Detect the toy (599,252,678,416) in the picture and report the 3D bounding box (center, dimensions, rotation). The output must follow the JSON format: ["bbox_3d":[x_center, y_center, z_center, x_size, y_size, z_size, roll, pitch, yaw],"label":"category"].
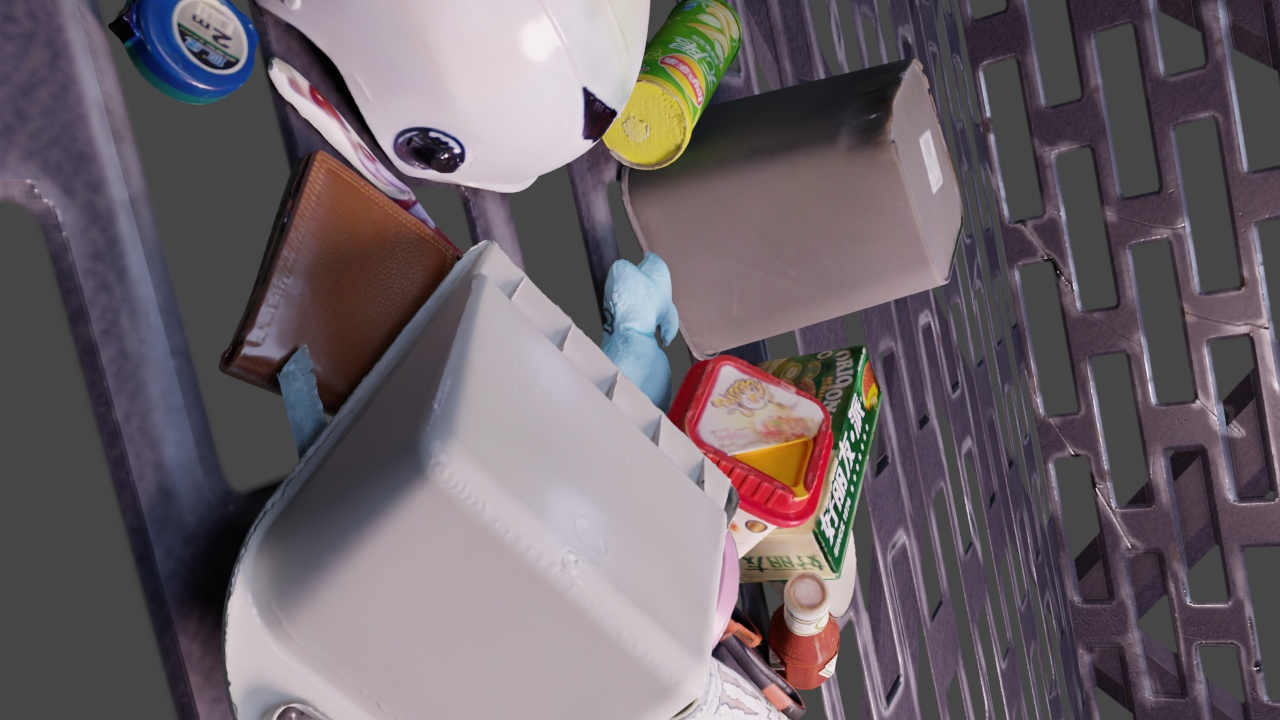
[{"bbox_3d":[-0.004,0.004,0.665,0.161,0.050,0.156,-26,109,-63],"label":"toy"}]

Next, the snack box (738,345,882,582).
[{"bbox_3d":[0.134,0.086,0.807,0.063,0.115,0.239,62,35,-27],"label":"snack box"}]

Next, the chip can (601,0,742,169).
[{"bbox_3d":[0.030,-0.235,0.751,0.072,0.073,0.220,62,31,-27],"label":"chip can"}]

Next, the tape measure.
[{"bbox_3d":[-0.201,-0.142,0.405,0.058,0.025,0.054,29,59,-48],"label":"tape measure"}]

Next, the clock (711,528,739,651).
[{"bbox_3d":[-0.003,0.152,0.567,0.059,0.117,0.158,32,52,-39],"label":"clock"}]

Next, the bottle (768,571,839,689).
[{"bbox_3d":[0.136,0.223,0.759,0.206,0.060,0.059,76,21,-58],"label":"bottle"}]

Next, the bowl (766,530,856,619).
[{"bbox_3d":[0.151,0.181,0.857,0.116,0.066,0.116,20,66,-56],"label":"bowl"}]

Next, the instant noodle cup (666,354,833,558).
[{"bbox_3d":[0.062,0.080,0.665,0.116,0.124,0.116,27,45,1],"label":"instant noodle cup"}]

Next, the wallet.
[{"bbox_3d":[-0.146,-0.030,0.462,0.101,0.032,0.124,37,51,-45],"label":"wallet"}]

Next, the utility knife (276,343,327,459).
[{"bbox_3d":[-0.138,0.098,0.437,0.033,0.015,0.218,-28,112,-54],"label":"utility knife"}]

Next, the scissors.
[{"bbox_3d":[0.058,0.198,0.708,0.197,0.015,0.213,52,5,15],"label":"scissors"}]

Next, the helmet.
[{"bbox_3d":[-0.072,-0.224,0.521,0.258,0.146,0.228,46,45,-44],"label":"helmet"}]

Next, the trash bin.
[{"bbox_3d":[0.136,-0.134,0.771,0.199,0.220,0.198,63,34,-23],"label":"trash bin"}]

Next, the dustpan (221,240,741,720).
[{"bbox_3d":[-0.070,0.096,0.449,0.222,0.143,0.257,46,17,-15],"label":"dustpan"}]

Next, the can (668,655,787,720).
[{"bbox_3d":[0.057,0.258,0.687,0.146,0.058,0.058,46,45,-44],"label":"can"}]

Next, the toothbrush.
[{"bbox_3d":[-0.133,-0.095,0.511,0.187,0.017,0.016,49,43,-42],"label":"toothbrush"}]
